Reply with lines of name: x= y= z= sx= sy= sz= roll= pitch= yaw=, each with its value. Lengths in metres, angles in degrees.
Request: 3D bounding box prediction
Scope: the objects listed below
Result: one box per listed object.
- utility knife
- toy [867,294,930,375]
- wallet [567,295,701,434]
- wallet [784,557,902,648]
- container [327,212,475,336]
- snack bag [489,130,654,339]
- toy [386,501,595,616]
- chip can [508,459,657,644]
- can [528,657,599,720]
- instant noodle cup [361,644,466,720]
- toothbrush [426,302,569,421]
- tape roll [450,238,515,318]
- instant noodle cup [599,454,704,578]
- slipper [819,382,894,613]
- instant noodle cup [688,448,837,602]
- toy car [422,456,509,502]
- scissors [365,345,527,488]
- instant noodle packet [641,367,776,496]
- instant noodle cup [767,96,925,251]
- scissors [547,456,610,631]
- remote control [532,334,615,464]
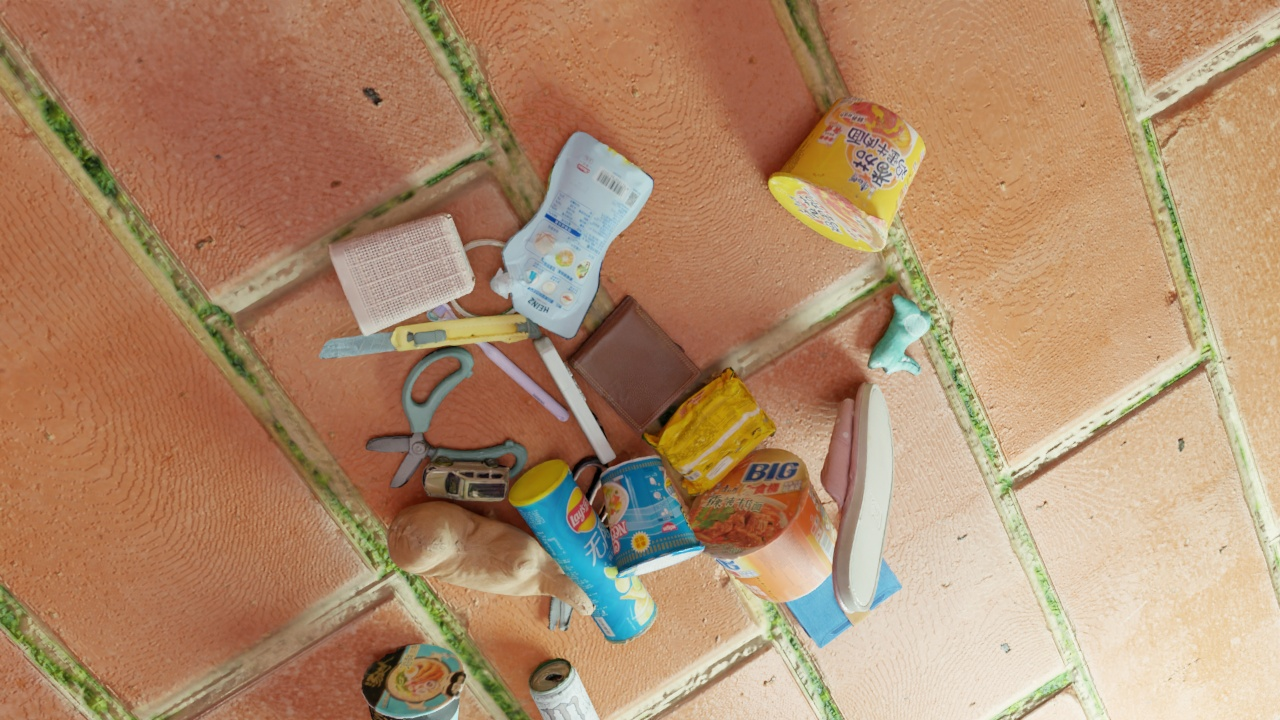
utility knife: x=-0.208 y=-0.024 z=0.921 sx=0.219 sy=0.022 sz=0.031 roll=-7 pitch=98 yaw=-13
toy: x=0.303 y=-0.022 z=1.065 sx=0.096 sy=0.030 sz=0.092 roll=28 pitch=102 yaw=-27
wallet: x=-0.006 y=0.006 z=0.995 sx=0.101 sy=0.032 sz=0.124 roll=-45 pitch=112 yaw=-2
wallet: x=0.244 y=0.279 z=1.131 sx=0.133 sy=0.040 sz=0.106 roll=-36 pitch=106 yaw=-1
container: x=-0.223 y=-0.088 z=0.875 sx=0.111 sy=0.090 sz=0.090 roll=-20 pitch=102 yaw=-4
snack bag: x=-0.070 y=-0.126 z=0.932 sx=0.110 sy=0.039 sz=0.191 roll=28 pitch=94 yaw=-34
toy: x=-0.153 y=0.207 z=0.958 sx=0.226 sy=0.143 sz=0.082 roll=21 pitch=88 yaw=-15
chip can: x=-0.060 y=0.210 z=1.000 sx=0.071 sy=0.071 sz=0.210 roll=-32 pitch=111 yaw=-4
can: x=-0.080 y=0.424 z=1.078 sx=0.058 sy=0.058 sz=0.147 roll=-23 pitch=110 yaw=-7
instant noodle cup: x=-0.246 y=0.396 z=1.009 sx=0.111 sy=0.111 sz=0.121 roll=-3 pitch=113 yaw=-13
toothbrush: x=-0.145 y=0.004 z=0.964 sx=0.189 sy=0.021 sz=0.029 roll=42 pitch=125 yaw=-20
tape roll: x=-0.157 y=-0.082 z=0.940 sx=0.085 sy=0.014 sz=0.086 roll=-4 pitch=107 yaw=-13
instant noodle cup: x=0.005 y=0.164 z=0.977 sx=0.099 sy=0.099 sz=0.110 roll=-15 pitch=70 yaw=-10
slipper: x=0.235 y=0.146 z=1.013 sx=0.114 sy=0.055 sz=0.273 roll=49 pitch=45 yaw=-42
instant noodle cup: x=0.145 y=0.190 z=1.028 sx=0.151 sy=0.151 sz=0.111 roll=-39 pitch=119 yaw=-1
toy car: x=-0.183 y=0.128 z=0.965 sx=0.090 sy=0.035 sz=0.042 roll=5 pitch=111 yaw=-14
scissors: x=-0.199 y=0.062 z=0.966 sx=0.170 sy=0.019 sz=0.180 roll=4 pitch=108 yaw=-15
instant noodle packet: x=0.077 y=0.081 z=1.023 sx=0.128 sy=0.044 sz=0.111 roll=-40 pitch=123 yaw=1
instant noodle cup: x=0.218 y=-0.194 z=0.944 sx=0.138 sy=0.138 sz=0.109 roll=34 pitch=87 yaw=-20
scissors: x=-0.054 y=0.212 z=1.048 sx=0.192 sy=0.015 sz=0.207 roll=-24 pitch=110 yaw=-7
remote control: x=-0.069 y=0.041 z=0.973 sx=0.021 sy=0.058 sz=0.150 roll=-30 pitch=111 yaw=-5
